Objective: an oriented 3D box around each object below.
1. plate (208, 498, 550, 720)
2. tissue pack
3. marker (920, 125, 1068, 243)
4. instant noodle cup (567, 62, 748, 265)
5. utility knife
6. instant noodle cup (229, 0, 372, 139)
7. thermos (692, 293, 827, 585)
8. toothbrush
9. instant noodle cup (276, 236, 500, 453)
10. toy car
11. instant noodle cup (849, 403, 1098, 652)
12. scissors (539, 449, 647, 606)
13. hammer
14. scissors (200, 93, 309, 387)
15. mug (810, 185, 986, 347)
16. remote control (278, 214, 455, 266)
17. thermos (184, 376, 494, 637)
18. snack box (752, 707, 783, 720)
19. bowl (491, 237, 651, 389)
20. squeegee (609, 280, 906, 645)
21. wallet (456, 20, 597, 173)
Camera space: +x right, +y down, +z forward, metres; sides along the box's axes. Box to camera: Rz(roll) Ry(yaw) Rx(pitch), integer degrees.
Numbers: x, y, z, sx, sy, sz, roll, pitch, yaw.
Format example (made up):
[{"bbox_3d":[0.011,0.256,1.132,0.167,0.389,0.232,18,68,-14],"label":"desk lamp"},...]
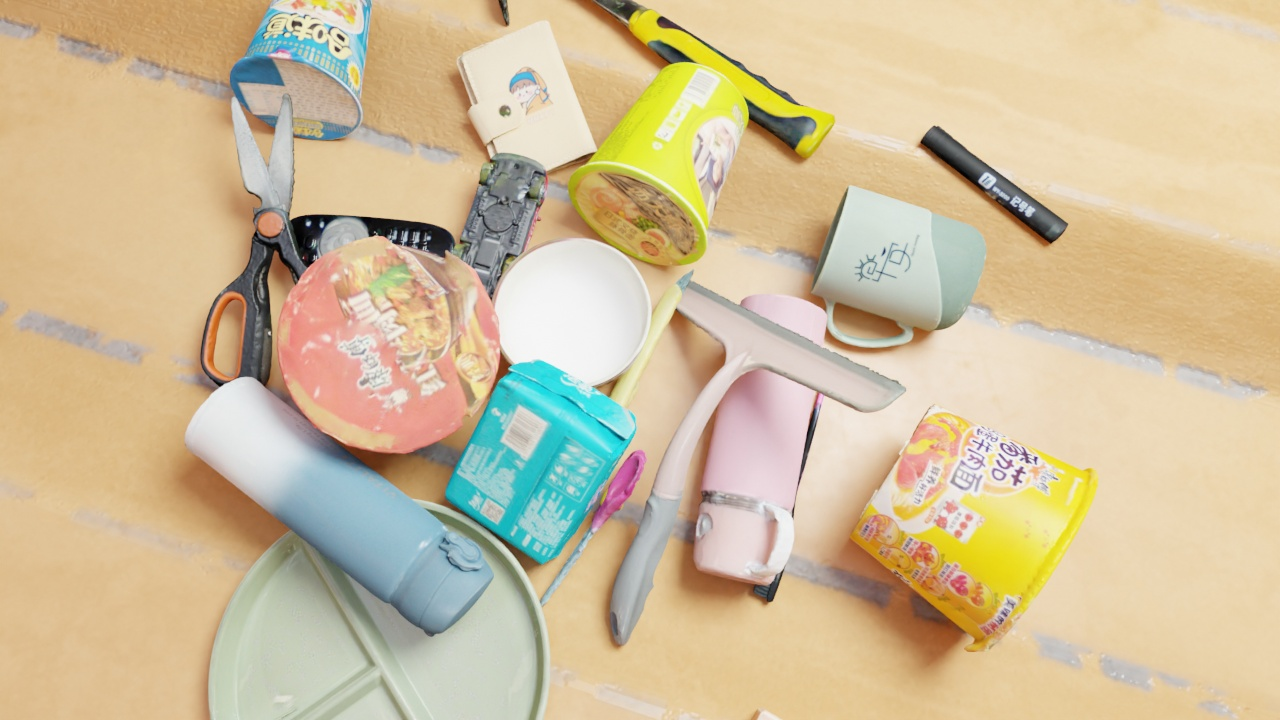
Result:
[{"bbox_3d":[-0.175,0.209,0.624,0.230,0.027,0.230,0,75,-1],"label":"plate"},{"bbox_3d":[-0.070,0.070,0.623,0.093,0.050,0.134,33,119,4],"label":"tissue pack"},{"bbox_3d":[0.280,-0.141,0.727,0.132,0.020,0.022,41,49,11],"label":"marker"},{"bbox_3d":[0.023,-0.152,0.690,0.112,0.112,0.123,25,67,6],"label":"instant noodle cup"},{"bbox_3d":[-0.004,0.004,0.673,0.018,0.031,0.166,26,85,-30],"label":"utility knife"},{"bbox_3d":[-0.256,-0.247,0.720,0.099,0.099,0.109,6,66,1],"label":"instant noodle cup"},{"bbox_3d":[0.087,0.053,0.639,0.067,0.087,0.198,21,72,-23],"label":"thermos"},{"bbox_3d":[0.114,0.082,0.668,0.018,0.014,0.189,14,74,13],"label":"toothbrush"},{"bbox_3d":[-0.170,-0.006,0.628,0.137,0.109,0.138,1,86,-14],"label":"instant noodle cup"},{"bbox_3d":[-0.108,-0.099,0.699,0.053,0.045,0.120,17,80,2],"label":"toy car"},{"bbox_3d":[0.212,0.101,0.605,0.110,0.138,0.138,32,76,16],"label":"instant noodle cup"},{"bbox_3d":[-0.034,0.119,0.636,0.017,0.056,0.133,33,97,-8],"label":"scissors"},{"bbox_3d":[0.013,-0.266,0.754,0.323,0.032,0.126,37,78,9],"label":"hammer"},{"bbox_3d":[-0.260,-0.082,0.686,0.190,0.022,0.229,24,86,-3],"label":"scissors"},{"bbox_3d":[0.185,-0.060,0.678,0.106,0.082,0.112,19,105,4],"label":"mug"},{"bbox_3d":[-0.208,-0.084,0.706,0.136,0.024,0.053,5,79,3],"label":"remote control"},{"bbox_3d":[-0.196,0.096,0.608,0.220,0.070,0.070,34,77,9],"label":"thermos"},{"bbox_3d":[0.080,0.319,0.595,0.084,0.026,0.157,28,76,7],"label":"snack box"},{"bbox_3d":[-0.049,-0.027,0.672,0.113,0.062,0.113,0,76,-1],"label":"bowl"},{"bbox_3d":[0.027,0.081,0.616,0.040,0.248,0.250,20,98,-34],"label":"squeegee"},{"bbox_3d":[-0.094,-0.203,0.731,0.087,0.024,0.115,-21,89,4],"label":"wallet"}]
